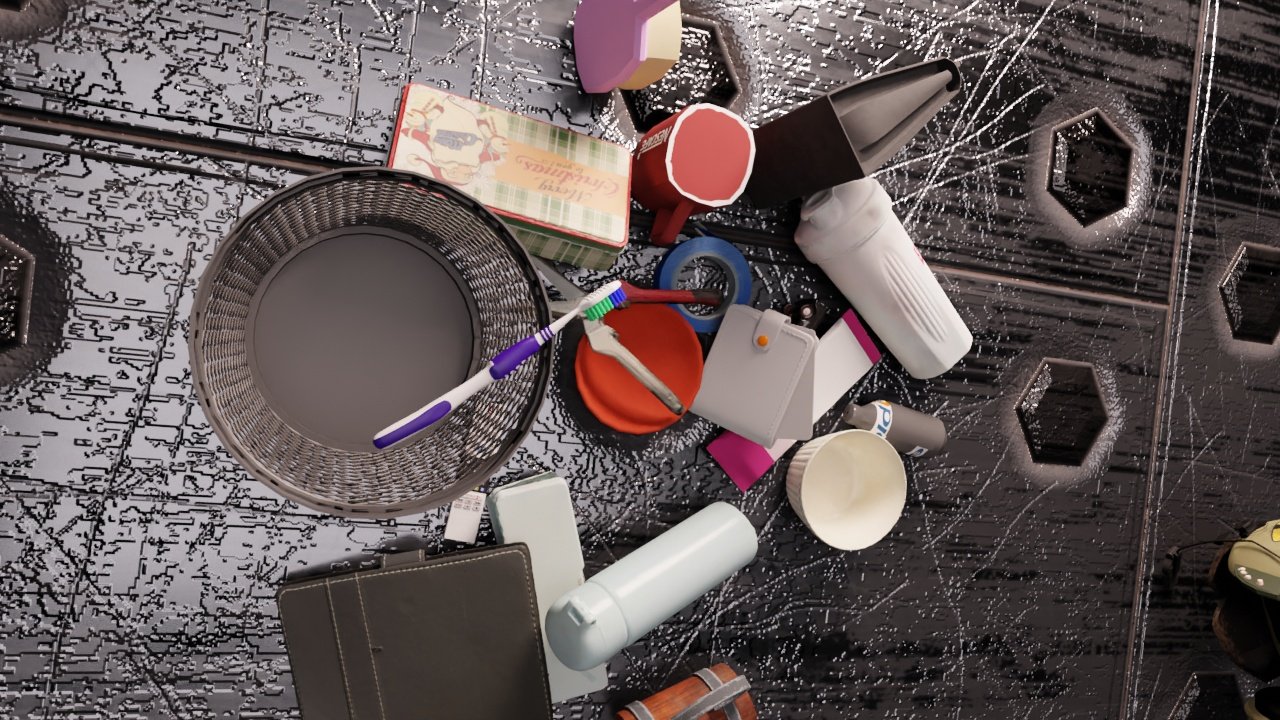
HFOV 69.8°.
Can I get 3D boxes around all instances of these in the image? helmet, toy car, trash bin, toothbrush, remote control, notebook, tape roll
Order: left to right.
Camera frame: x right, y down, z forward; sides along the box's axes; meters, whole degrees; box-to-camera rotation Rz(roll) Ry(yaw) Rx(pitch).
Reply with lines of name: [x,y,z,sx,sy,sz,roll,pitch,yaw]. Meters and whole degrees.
trash bin: [-0.196,-0.014,0.674,0.217,0.227,0.218,-1,92,-19]
notebook: [-0.187,0.245,0.775,0.209,0.029,0.169,-8,95,-8]
remote control: [-0.146,0.098,0.810,0.028,0.012,0.124,14,88,-19]
toothbrush: [-0.086,0.003,0.582,0.186,0.015,0.016,-35,107,-14]
tape roll: [0.059,-0.071,0.869,0.091,0.016,0.093,38,81,-16]
toy car: [0.144,-0.020,0.888,0.037,0.040,0.092,40,80,-17]
helmet: [0.705,0.277,0.966,0.232,0.256,0.250,-13,98,-15]

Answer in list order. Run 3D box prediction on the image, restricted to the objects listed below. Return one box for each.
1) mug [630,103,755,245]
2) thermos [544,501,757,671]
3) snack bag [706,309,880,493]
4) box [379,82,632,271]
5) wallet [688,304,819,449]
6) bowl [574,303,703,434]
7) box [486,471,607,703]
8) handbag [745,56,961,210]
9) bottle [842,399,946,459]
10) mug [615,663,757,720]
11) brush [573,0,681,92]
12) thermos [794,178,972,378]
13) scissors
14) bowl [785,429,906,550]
mug: [0.040,-0.159,0.816,0.080,0.097,0.116,17,87,-19]
thermos: [0.011,0.197,0.809,0.206,0.078,0.065,-25,57,-35]
snack bag: [0.152,0.039,0.895,0.196,0.016,0.070,-44,119,-6]
box: [-0.108,-0.153,0.771,0.205,0.050,0.117,15,61,-19]
wallet: [0.117,0.017,0.842,0.115,0.037,0.118,25,101,18]
bowl: [-0.005,0.005,0.841,0.122,0.035,0.122,-1,93,-19]
box: [-0.082,0.204,0.818,0.083,0.067,0.199,-19,100,-37]
handbag: [0.208,-0.226,0.832,0.195,0.176,0.072,-32,101,-18]
bottle: [0.256,0.067,0.926,0.112,0.047,0.047,18,86,-19]
mug: [0.046,0.327,0.835,0.111,0.118,0.081,-23,63,-20]
brush: [0.010,-0.277,0.734,0.043,0.229,0.089,-8,95,-26]
thermos: [0.234,-0.084,0.895,0.099,0.099,0.220,-46,110,-12]
scissors: [-0.011,-0.028,0.810,0.198,0.015,0.179,-19,98,-16]
bowl: [0.194,0.122,0.899,0.115,0.062,0.115,-1,92,-19]
